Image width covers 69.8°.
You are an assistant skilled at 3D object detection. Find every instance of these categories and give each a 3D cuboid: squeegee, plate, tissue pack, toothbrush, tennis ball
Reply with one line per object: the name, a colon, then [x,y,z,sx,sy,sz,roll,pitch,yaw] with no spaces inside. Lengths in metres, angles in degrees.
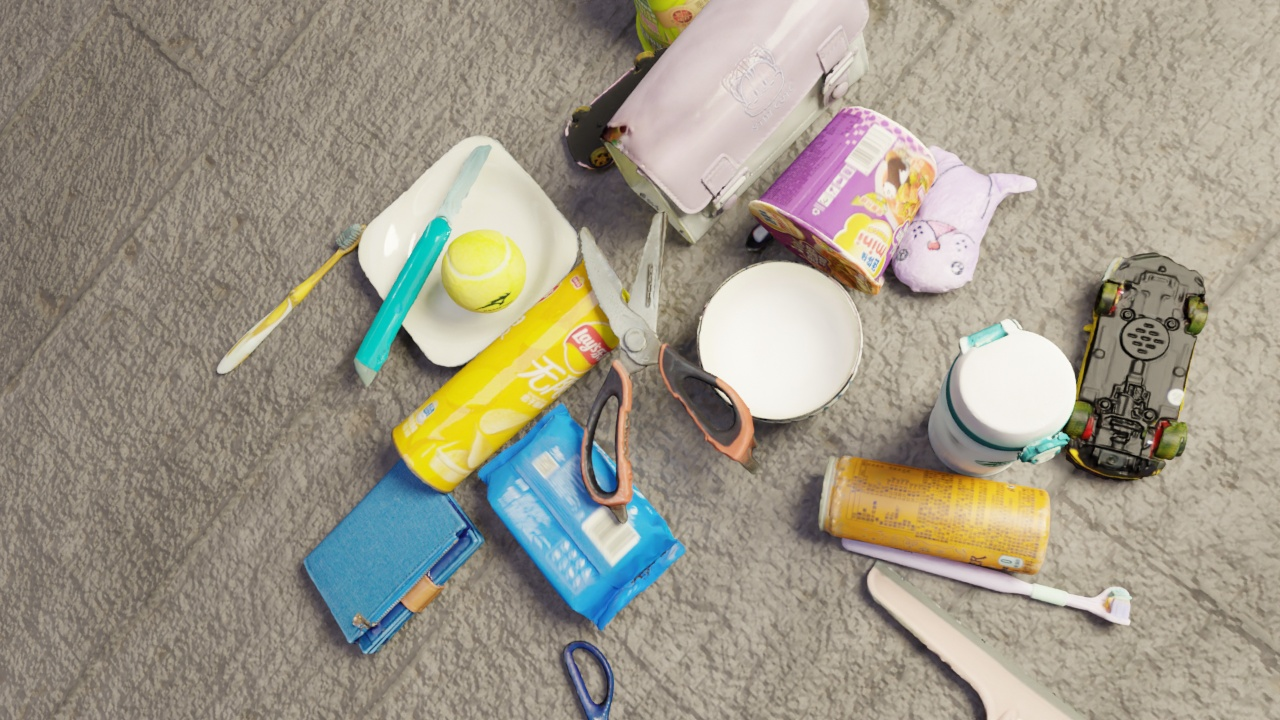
squeegee: [0.187,0.309,0.605,0.248,0.040,0.249,36,91,18]
plate: [-0.143,-0.090,0.774,0.164,0.034,0.164,-41,73,5]
tissue pack: [-0.047,0.116,0.699,0.095,0.052,0.157,-43,72,2]
toothbrush: [0.233,0.147,0.633,0.189,0.021,0.029,11,40,18]
toothbrush: [-0.315,-0.055,0.823,0.191,0.018,0.016,-43,70,4]
tennis ball: [-0.121,-0.069,0.711,0.065,0.065,0.065,-3,79,15]

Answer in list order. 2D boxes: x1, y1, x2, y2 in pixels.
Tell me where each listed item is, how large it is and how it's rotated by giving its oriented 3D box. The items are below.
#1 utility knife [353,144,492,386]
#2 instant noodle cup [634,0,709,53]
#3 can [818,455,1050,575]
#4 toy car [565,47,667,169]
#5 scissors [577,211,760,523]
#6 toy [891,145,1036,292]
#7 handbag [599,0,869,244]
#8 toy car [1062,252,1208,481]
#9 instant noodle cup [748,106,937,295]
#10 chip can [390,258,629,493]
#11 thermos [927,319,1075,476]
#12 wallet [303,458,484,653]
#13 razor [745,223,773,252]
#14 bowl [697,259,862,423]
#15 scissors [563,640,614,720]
utility knife: [-0.179,-0.081,0.756,0.029,0.013,0.223,29,90,20]
instant noodle cup: [0.035,-0.303,0.718,0.112,0.123,0.111,-3,79,15]
can: [0.199,0.104,0.630,0.146,0.058,0.058,9,82,17]
toy car: [-0.009,-0.204,0.754,0.123,0.037,0.056,-33,64,26]
scissors: [0.003,0.007,0.657,0.227,0.015,0.189,43,100,17]
toy: [0.227,-0.097,0.669,0.084,0.039,0.108,25,87,29]
handbag: [0.072,-0.195,0.677,0.197,0.145,0.098,-46,69,4]
toy car: [0.334,0.005,0.620,0.071,0.041,0.155,14,85,17]
instant noodle cup: [0.150,-0.118,0.658,0.111,0.111,0.099,36,90,19]
chip can: [-0.095,0.011,0.723,0.213,0.072,0.072,-41,72,6]
thermos: [0.213,0.033,0.552,0.073,0.224,0.073,-3,79,15]
wallet: [-0.201,0.154,0.742,0.133,0.040,0.106,-46,63,3]
razor: [0.134,-0.138,0.713,0.143,0.022,0.042,-44,70,4]
bowl: [0.104,-0.010,0.673,0.116,0.066,0.116,-3,80,16]
scissors: [-0.033,0.292,0.683,0.173,0.012,0.162,-5,78,14]
